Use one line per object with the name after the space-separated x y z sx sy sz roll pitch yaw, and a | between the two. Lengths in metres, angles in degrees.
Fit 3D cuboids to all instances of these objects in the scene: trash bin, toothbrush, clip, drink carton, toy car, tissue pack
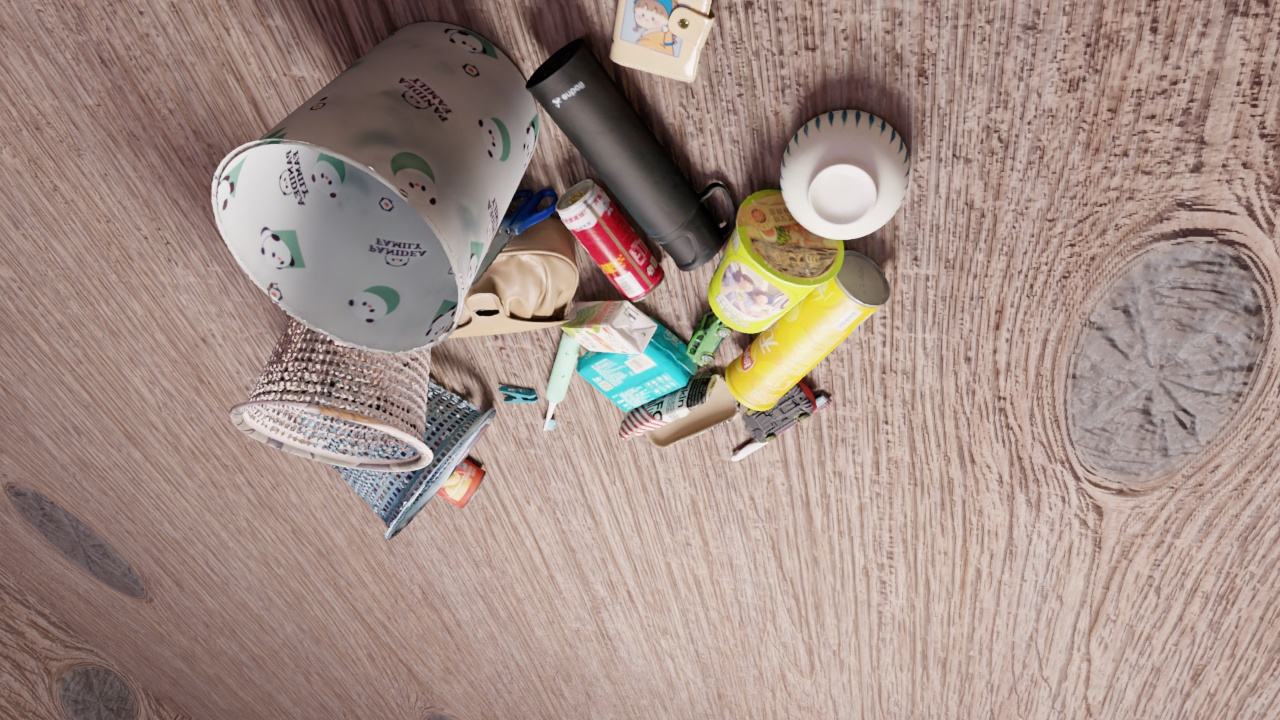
-0.223 -0.173 0.859 0.230 0.251 0.230 12 138 11 | trash bin
0.170 0.086 1.149 0.017 0.016 0.188 41 136 -10 | toothbrush
-0.166 0.047 1.253 0.056 0.013 0.039 2 136 20 | clip
-0.037 -0.040 1.049 0.053 0.045 0.123 39 164 -26 | drink carton
0.166 0.062 1.107 0.049 0.031 0.107 54 134 6 | toy car
-0.106 0.028 1.196 0.027 0.026 0.225 5 141 -14 | toothbrush
0.081 -0.032 1.039 0.036 0.043 0.091 27 139 -6 | toy car
-0.342 0.095 1.252 0.195 0.225 0.227 39 138 -1 | trash bin
-0.338 0.008 1.078 0.227 0.191 0.228 7 157 3 | trash bin
-0.007 0.006 1.112 0.093 0.050 0.134 41 136 -24 | tissue pack

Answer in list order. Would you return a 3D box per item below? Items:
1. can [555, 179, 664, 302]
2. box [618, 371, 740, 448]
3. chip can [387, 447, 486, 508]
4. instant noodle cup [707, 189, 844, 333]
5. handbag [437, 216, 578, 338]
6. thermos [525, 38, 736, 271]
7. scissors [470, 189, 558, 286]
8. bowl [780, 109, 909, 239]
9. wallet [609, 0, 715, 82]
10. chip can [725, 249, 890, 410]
-0.032 -0.127 0.977 0.053 0.053 0.133 -17 126 36 | can
0.052 0.068 1.140 0.088 0.076 0.163 38 136 -22 | box
-0.342 0.143 1.385 0.216 0.073 0.073 35 138 -14 | chip can
0.124 -0.090 0.918 0.111 0.111 0.124 26 147 -5 | instant noodle cup
-0.169 -0.083 1.016 0.204 0.099 0.148 -7 144 0 | handbag
0.001 -0.198 0.888 0.090 0.068 0.242 -38 119 10 | thermos
-0.127 -0.126 0.930 0.108 0.174 0.012 -12 130 3 | scissors
0.182 -0.159 0.822 0.116 0.066 0.117 6 122 10 | bowl
0.022 -0.301 0.793 0.087 0.024 0.115 22 138 7 | wallet
0.173 -0.027 0.983 0.072 0.071 0.214 29 139 -9 | chip can
